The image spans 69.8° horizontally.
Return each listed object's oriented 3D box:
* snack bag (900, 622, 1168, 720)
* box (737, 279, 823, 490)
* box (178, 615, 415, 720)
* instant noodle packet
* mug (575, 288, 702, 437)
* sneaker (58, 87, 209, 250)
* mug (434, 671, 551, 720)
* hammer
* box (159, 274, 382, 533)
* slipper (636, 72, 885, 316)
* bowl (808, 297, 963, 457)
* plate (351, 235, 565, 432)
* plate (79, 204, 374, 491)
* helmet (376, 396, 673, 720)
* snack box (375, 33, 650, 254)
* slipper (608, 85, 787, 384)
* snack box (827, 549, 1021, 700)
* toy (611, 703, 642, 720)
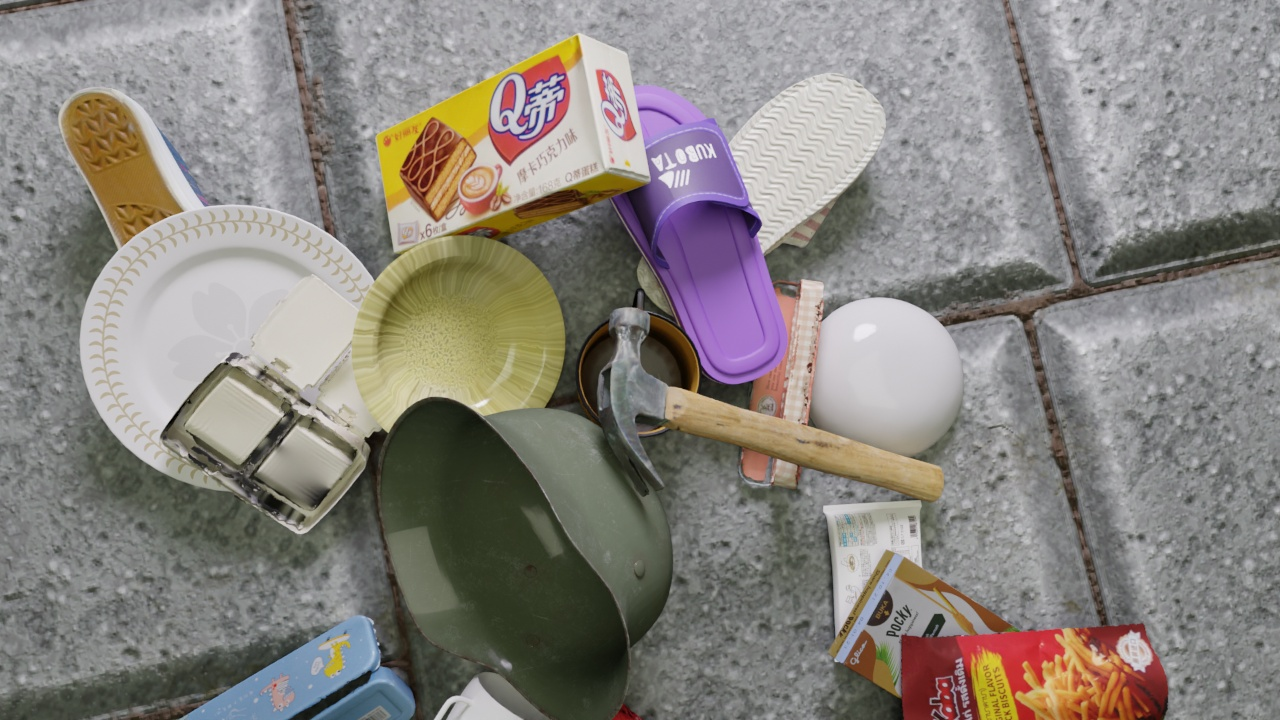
[{"bbox_3d":[0.315,0.282,0.755,0.208,0.066,0.139,-4,97,-3],"label":"snack bag"},{"bbox_3d":[0.124,0.018,0.802,0.071,0.056,0.187,4,81,30],"label":"box"},{"bbox_3d":[-0.297,0.307,0.766,0.209,0.073,0.085,-30,46,-6],"label":"box"},{"bbox_3d":[0.208,0.192,0.801,0.087,0.026,0.134,-3,85,-3],"label":"instant noodle packet"},{"bbox_3d":[-0.004,0.004,0.776,0.100,0.094,0.123,3,83,-5],"label":"mug"},{"bbox_3d":[-0.400,-0.115,0.782,0.087,0.079,0.235,-29,104,-6],"label":"sneaker"},{"bbox_3d":[-0.119,0.300,0.733,0.115,0.094,0.068,34,83,-37],"label":"mug"},{"bbox_3d":[0.115,0.066,0.731,0.330,0.033,0.132,17,63,-25],"label":"hammer"},{"bbox_3d":[-0.279,0.037,0.758,0.144,0.058,0.187,42,91,-18],"label":"box"},{"bbox_3d":[0.107,-0.141,0.819,0.263,0.052,0.115,-45,91,1],"label":"slipper"},{"bbox_3d":[0.219,0.015,0.811,0.149,0.043,0.149,0,84,-3],"label":"bowl"},{"bbox_3d":[-0.154,-0.013,0.776,0.184,0.036,0.184,-6,102,-30],"label":"plate"},{"bbox_3d":[-0.331,-0.008,0.768,0.242,0.016,0.242,-3,103,-15],"label":"plate"},{"bbox_3d":[-0.066,0.141,0.716,0.153,0.228,0.267,-16,69,-46],"label":"helmet"},{"bbox_3d":[-0.110,-0.165,0.743,0.231,0.061,0.110,-13,84,33],"label":"snack box"},{"bbox_3d":[0.048,-0.109,0.744,0.107,0.084,0.266,-23,92,-8],"label":"slipper"},{"bbox_3d":[0.263,0.252,0.777,0.186,0.032,0.101,33,83,-11],"label":"snack box"},{"bbox_3d":[-0.025,0.350,0.754,0.094,0.088,0.133,29,96,-17],"label":"toy"}]
